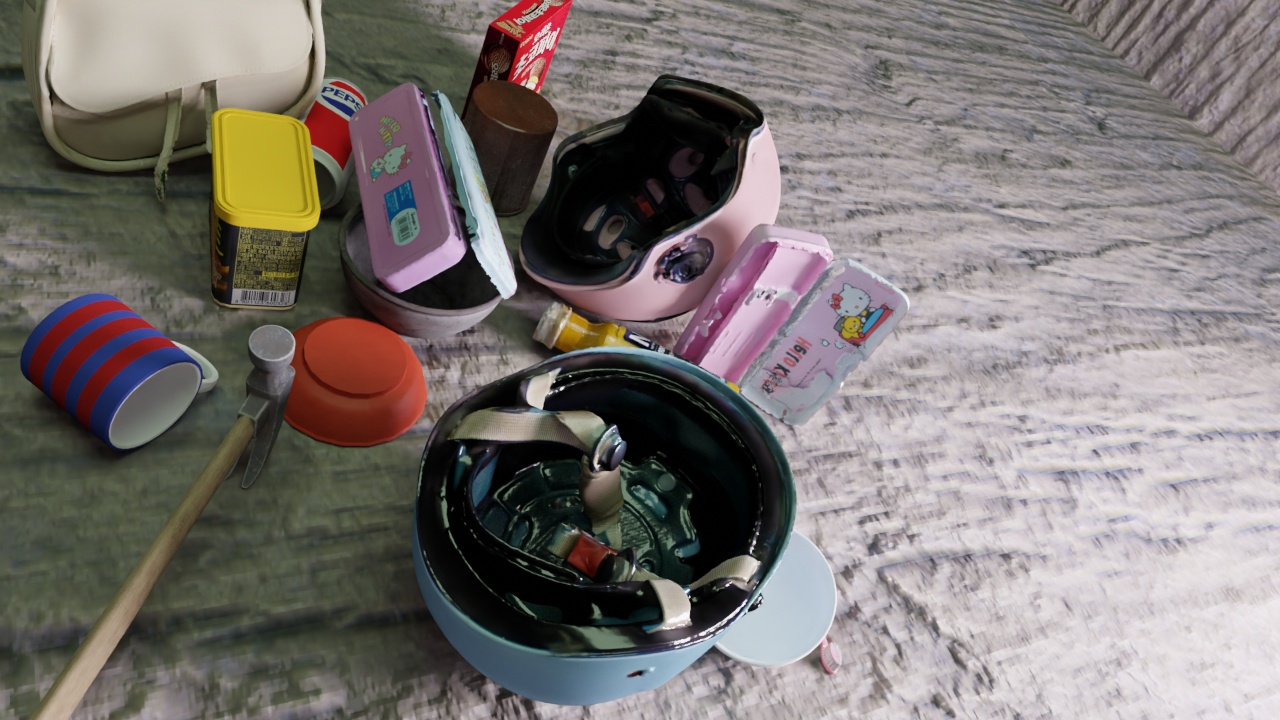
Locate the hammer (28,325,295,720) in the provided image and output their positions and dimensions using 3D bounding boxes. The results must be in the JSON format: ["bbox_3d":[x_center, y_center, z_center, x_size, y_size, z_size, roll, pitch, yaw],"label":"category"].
[{"bbox_3d":[-0.280,0.131,0.512,0.030,0.120,0.330,23,50,-8],"label":"hammer"}]

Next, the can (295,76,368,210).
[{"bbox_3d":[-0.295,-0.202,0.848,0.070,0.070,0.131,16,43,-15],"label":"can"}]

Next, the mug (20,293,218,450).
[{"bbox_3d":[-0.342,0.005,0.622,0.076,0.075,0.111,36,15,7],"label":"mug"}]

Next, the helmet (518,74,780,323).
[{"bbox_3d":[0.016,-0.134,0.864,0.255,0.152,0.230,-44,45,-7],"label":"helmet"}]

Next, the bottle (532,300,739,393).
[{"bbox_3d":[-0.005,0.005,0.820,0.186,0.053,0.053,27,41,-3],"label":"bottle"}]

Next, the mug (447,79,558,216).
[{"bbox_3d":[-0.135,-0.223,0.935,0.096,0.110,0.122,31,41,-7],"label":"mug"}]

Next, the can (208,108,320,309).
[{"bbox_3d":[-0.306,-0.119,0.734,0.072,0.101,0.130,2,48,-29],"label":"can"}]

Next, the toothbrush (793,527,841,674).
[{"bbox_3d":[0.138,0.189,0.747,0.021,0.016,0.134,4,47,-20],"label":"toothbrush"}]

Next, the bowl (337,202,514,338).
[{"bbox_3d":[-0.186,-0.069,0.780,0.145,0.067,0.144,16,43,-16],"label":"bowl"}]

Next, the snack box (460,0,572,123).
[{"bbox_3d":[-0.138,-0.327,1.015,0.036,0.133,0.151,29,41,-2],"label":"snack box"}]

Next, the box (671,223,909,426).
[{"bbox_3d":[0.124,-0.030,0.815,0.155,0.202,0.058,19,50,-11],"label":"box"}]

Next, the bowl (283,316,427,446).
[{"bbox_3d":[-0.222,0.007,0.707,0.122,0.035,0.121,16,43,-16],"label":"bowl"}]

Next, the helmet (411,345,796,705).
[{"bbox_3d":[-0.028,0.108,0.613,0.264,0.167,0.225,-30,67,-36],"label":"helmet"}]

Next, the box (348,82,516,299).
[{"bbox_3d":[-0.173,-0.134,0.774,0.092,0.090,0.214,51,14,-53],"label":"box"}]

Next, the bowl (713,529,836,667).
[{"bbox_3d":[0.091,0.176,0.686,0.105,0.054,0.104,-2,67,5],"label":"bowl"}]

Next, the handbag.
[{"bbox_3d":[-0.368,-0.240,0.743,0.228,0.185,0.132,-13,55,-27],"label":"handbag"}]
